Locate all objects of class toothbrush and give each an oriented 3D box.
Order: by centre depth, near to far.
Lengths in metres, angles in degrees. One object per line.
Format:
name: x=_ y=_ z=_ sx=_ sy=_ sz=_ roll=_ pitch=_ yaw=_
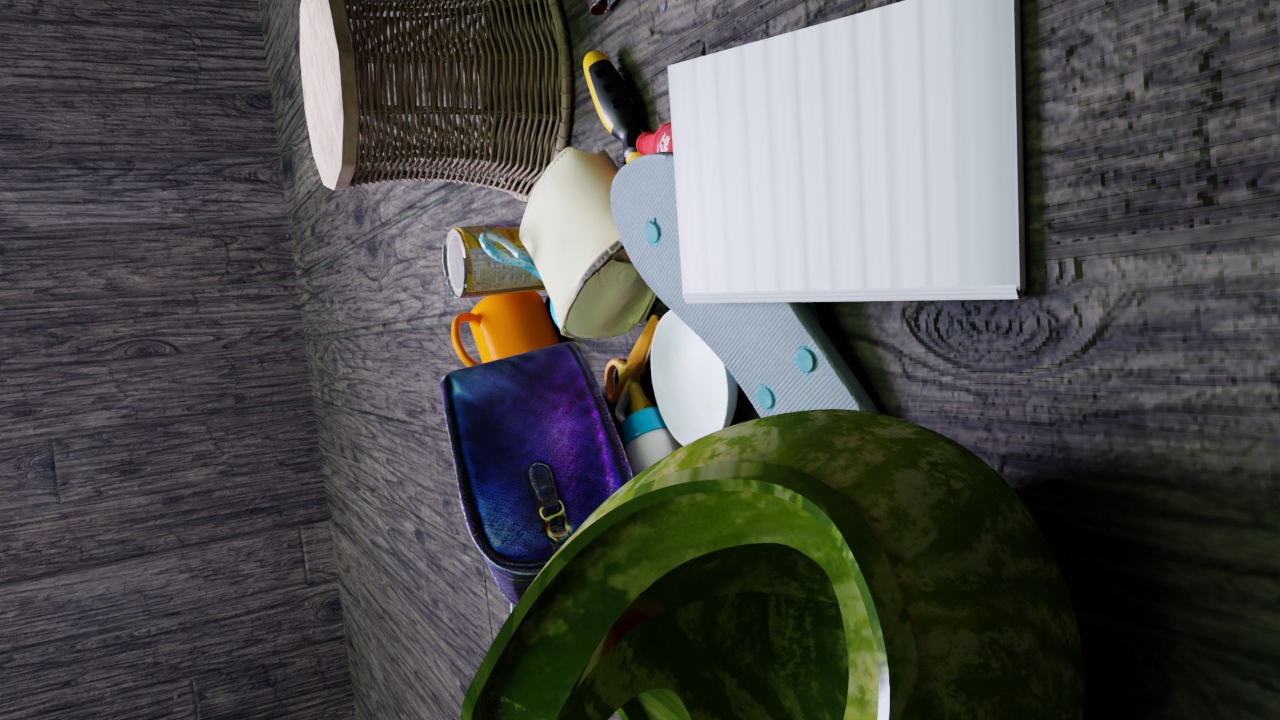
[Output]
toothbrush: x=-0.001 y=-0.158 z=0.697 sx=0.031 sy=0.031 sz=0.196 roll=115 pitch=135 yaw=-62

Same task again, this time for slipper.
slipper: x=0.075 y=-0.036 z=0.573 sx=0.268 sy=0.054 sz=0.098 roll=55 pitch=142 yaw=22

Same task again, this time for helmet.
helmet: x=0.076 y=0.140 z=0.407 sx=0.213 sy=0.247 sz=0.243 roll=27 pitch=83 yaw=35

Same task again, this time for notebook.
notebook: x=0.096 y=-0.102 z=0.484 sx=0.210 sy=0.009 sz=0.142 roll=3 pitch=100 yaw=46

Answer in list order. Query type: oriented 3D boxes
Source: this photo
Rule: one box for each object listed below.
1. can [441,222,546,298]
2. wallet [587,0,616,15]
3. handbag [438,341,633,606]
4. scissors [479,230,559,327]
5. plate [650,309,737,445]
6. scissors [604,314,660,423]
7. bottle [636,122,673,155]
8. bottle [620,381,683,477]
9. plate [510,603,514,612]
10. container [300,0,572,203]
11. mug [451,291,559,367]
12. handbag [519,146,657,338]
can: x=-0.128 y=-0.096 z=0.869 sx=0.068 sy=0.105 sz=0.068 roll=27 pitch=122 yaw=58
wallet: x=-0.021 y=-0.333 z=0.684 sx=0.120 sy=0.031 sz=0.099 roll=-22 pitch=82 yaw=61
handbag: x=-0.077 y=0.119 z=0.755 sx=0.205 sy=0.125 sz=0.221 roll=100 pitch=153 yaw=-67
scissors: x=-0.078 y=-0.066 z=0.779 sx=0.011 sy=0.134 sz=0.137 roll=-42 pitch=66 yaw=18
plate: x=0.043 y=0.012 z=0.659 sx=0.104 sy=0.026 sz=0.104 roll=28 pitch=122 yaw=57
scissors: x=-0.004 y=0.006 z=0.762 sx=0.064 sy=0.013 sz=0.128 roll=65 pitch=149 yaw=27
bottle: x=0.032 y=-0.145 z=0.626 sx=0.119 sy=0.036 sz=0.036 roll=28 pitch=122 yaw=58
bottle: x=0.016 y=0.082 z=0.703 sx=0.051 sy=0.051 sz=0.146 roll=-50 pitch=54 yaw=55
plate: x=-0.130 y=0.242 z=0.995 sx=0.242 sy=0.016 sz=0.242 roll=178 pitch=91 yaw=-83
container: x=-0.199 y=-0.259 z=0.860 sx=0.227 sy=0.195 sz=0.227 roll=27 pitch=121 yaw=58
mug: x=-0.132 y=-0.012 z=0.894 sx=0.078 sy=0.112 sz=0.096 roll=-44 pitch=57 yaw=35
handbag: x=-0.035 y=-0.092 z=0.728 sx=0.119 sy=0.081 sz=0.111 roll=63 pitch=140 yaw=35
